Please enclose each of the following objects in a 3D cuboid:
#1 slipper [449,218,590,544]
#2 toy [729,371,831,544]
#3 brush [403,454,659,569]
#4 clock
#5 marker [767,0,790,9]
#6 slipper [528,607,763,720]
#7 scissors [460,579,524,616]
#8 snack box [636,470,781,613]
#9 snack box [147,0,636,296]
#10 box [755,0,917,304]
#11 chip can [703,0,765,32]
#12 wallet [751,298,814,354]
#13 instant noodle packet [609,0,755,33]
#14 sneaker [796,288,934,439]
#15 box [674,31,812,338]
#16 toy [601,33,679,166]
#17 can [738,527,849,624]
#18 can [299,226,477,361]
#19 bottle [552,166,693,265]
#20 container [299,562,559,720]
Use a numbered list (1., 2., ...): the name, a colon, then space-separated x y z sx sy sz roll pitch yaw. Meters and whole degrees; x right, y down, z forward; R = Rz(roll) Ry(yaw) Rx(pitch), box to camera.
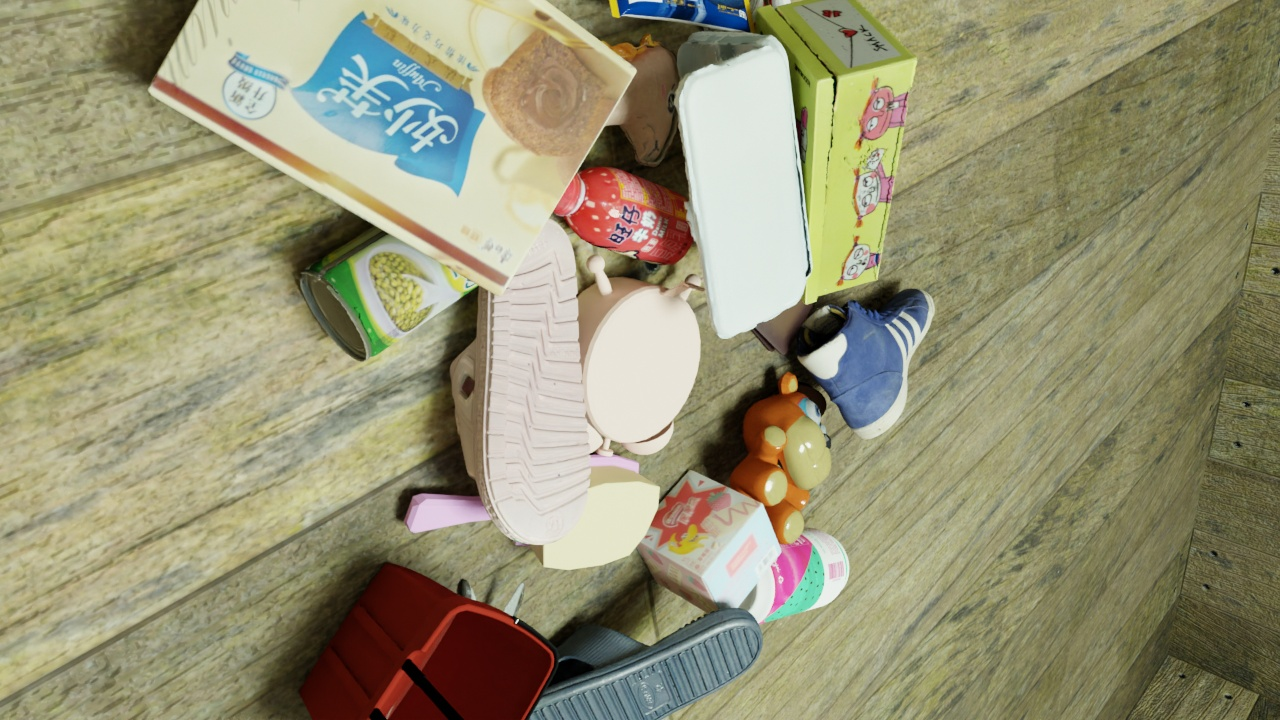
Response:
1. slipper: -0.092 0.014 0.671 0.094 0.065 0.239 0 88 -44
2. toy: 0.141 0.090 0.914 0.175 0.096 0.112 -79 149 -46
3. brush: -0.078 0.123 0.728 0.228 0.043 0.089 5 114 -47
4. clock: -0.005 0.004 0.747 0.130 0.086 0.160 5 108 -47
5. marker: 0.117 -0.319 0.785 0.019 0.019 0.146 -39 130 -29
6. slipper: -0.021 0.280 0.823 0.263 0.082 0.101 -21 122 -10
7. scissors: -0.131 0.281 0.739 0.179 0.015 0.196 -35 99 -2
8. snack box: 0.062 0.173 0.867 0.092 0.095 0.079 -45 132 -24
9. snack box: -0.127 -0.152 0.501 0.207 0.055 0.153 30 92 -24
10. box: 0.148 -0.168 0.752 0.082 0.124 0.221 -15 140 -10
11. chip can: 0.129 -0.231 0.808 0.214 0.052 0.051 40 76 -46
12. wallet: 0.128 -0.067 0.901 0.115 0.018 0.091 41 76 -43
13. instant noodle packet: 0.027 -0.287 0.675 0.134 0.026 0.087 -7 84 -35
14. sneaker: 0.232 -0.036 0.981 0.118 0.092 0.232 43 48 -15
15. box: 0.064 -0.139 0.699 0.129 0.106 0.211 -27 125 -26
16. toy: -0.060 -0.213 0.616 0.263 0.065 0.196 -24 120 -42
17. can: 0.148 0.228 0.981 0.165 0.088 0.088 3 103 -46
18. can: -0.145 -0.059 0.582 0.120 0.067 0.067 -40 130 -28
19. bottle: -0.021 -0.114 0.694 0.137 0.062 0.062 10 98 -46
20. container: -0.129 0.232 0.608 0.127 0.201 0.148 43 74 -40
